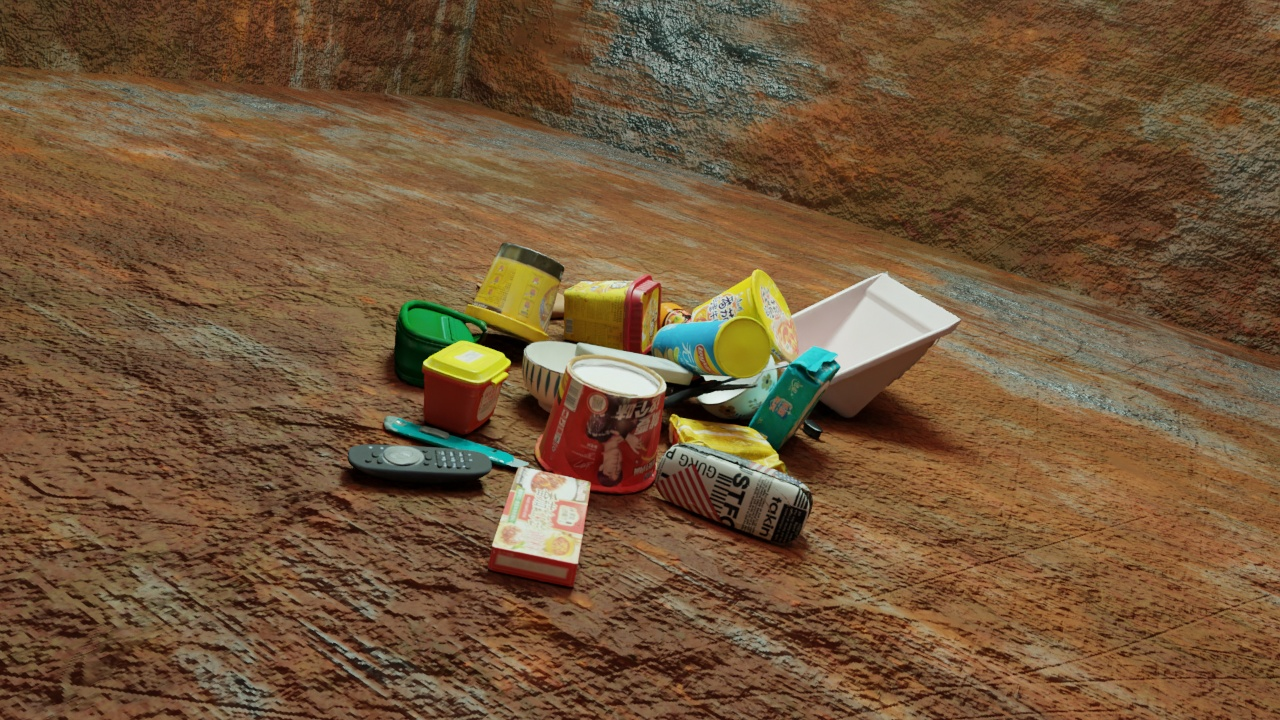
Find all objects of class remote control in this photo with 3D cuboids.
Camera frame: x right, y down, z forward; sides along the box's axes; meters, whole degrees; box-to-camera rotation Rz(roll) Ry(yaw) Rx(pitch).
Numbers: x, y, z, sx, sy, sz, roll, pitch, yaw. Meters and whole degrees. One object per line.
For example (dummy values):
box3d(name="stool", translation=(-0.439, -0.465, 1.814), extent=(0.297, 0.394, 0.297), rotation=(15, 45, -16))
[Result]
box3d(name="remote control", translation=(-0.006, 0.006, 1.091), extent=(0.149, 0.021, 0.058), rotation=(11, 11, -40))
box3d(name="remote control", translation=(-0.213, 0.102, 0.887), extent=(0.136, 0.024, 0.053), rotation=(6, 23, -18))

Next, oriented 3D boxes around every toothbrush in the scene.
box3d(name="toothbrush", translation=(0.184, 0.063, 1.275), extent=(0.014, 0.016, 0.189), rotation=(-7, 25, -36))

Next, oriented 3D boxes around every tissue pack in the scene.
box3d(name="tissue pack", translation=(0.195, 0.045, 1.149), extent=(0.050, 0.134, 0.093), rotation=(38, 31, 15))

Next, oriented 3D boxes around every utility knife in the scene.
box3d(name="utility knife", translation=(-0.196, 0.085, 0.961), extent=(0.166, 0.013, 0.029), rotation=(16, 22, 8))

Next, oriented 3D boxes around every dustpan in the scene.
box3d(name="dustpan", translation=(0.282, -0.037, 1.326), extent=(0.139, 0.273, 0.222), rotation=(37, 6, -27))

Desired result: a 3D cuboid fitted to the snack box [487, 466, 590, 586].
box3d(name="snack box", translation=(-0.089, 0.149, 0.843), extent=(0.075, 0.025, 0.152), rotation=(12, 20, -3))

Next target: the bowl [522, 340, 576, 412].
box3d(name="bowl", translation=(-0.089, 0.027, 1.110), extent=(0.116, 0.066, 0.116), rotation=(12, 19, -5))

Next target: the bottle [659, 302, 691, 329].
box3d(name="bottle", translation=(0.082, -0.032, 1.399), extent=(0.149, 0.067, 0.066), rotation=(30, 25, 23))

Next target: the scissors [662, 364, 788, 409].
box3d(name="scissors", translation=(0.068, 0.039, 1.131), extent=(0.233, 0.022, 0.221), rotation=(-17, 6, -9))

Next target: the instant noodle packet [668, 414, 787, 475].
box3d(name="instant noodle packet", translation=(0.099, 0.104, 1.060), extent=(0.128, 0.044, 0.110), rotation=(11, 19, -14))

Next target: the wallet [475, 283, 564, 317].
box3d(name="wallet", translation=(-0.178, -0.095, 1.435), extent=(0.131, 0.031, 0.108), rotation=(-3, 28, -42))

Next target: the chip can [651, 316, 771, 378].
box3d(name="chip can", translation=(0.082, -0.015, 1.138), extent=(0.071, 0.071, 0.210), rotation=(6, -2, -20))

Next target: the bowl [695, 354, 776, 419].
box3d(name="bowl", translation=(0.133, 0.038, 1.206), extent=(0.062, 0.113, 0.113), rotation=(53, 5, -25))

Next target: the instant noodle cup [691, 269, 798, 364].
box3d(name="instant noodle cup", translation=(0.144, -0.044, 1.293), extent=(0.110, 0.138, 0.137), rotation=(-23, 6, 25))

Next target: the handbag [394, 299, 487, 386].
box3d(name="handbag", translation=(-0.243, -0.021, 1.134), extent=(0.120, 0.068, 0.131), rotation=(7, 21, -20))

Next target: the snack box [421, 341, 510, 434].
box3d(name="snack box", translation=(-0.193, 0.031, 1.009), extent=(0.082, 0.080, 0.091), rotation=(17, 20, 12))

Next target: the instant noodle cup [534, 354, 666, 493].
box3d(name="instant noodle cup", translation=(-0.036, 0.063, 0.985), extent=(0.138, 0.109, 0.137), rotation=(12, 21, -5))

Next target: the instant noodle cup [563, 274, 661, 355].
box3d(name="instant noodle cup", translation=(-0.042, -0.068, 1.346), extent=(0.124, 0.116, 0.116), rotation=(7, 18, 17))

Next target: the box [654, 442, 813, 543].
box3d(name="box", translation=(0.101, 0.130, 0.964), extent=(0.163, 0.075, 0.082), rotation=(17, 9, 17))

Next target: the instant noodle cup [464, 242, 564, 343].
box3d(name="instant noodle cup", translation=(-0.166, -0.091, 1.254), extent=(0.118, 0.114, 0.118), rotation=(19, -4, 1))
